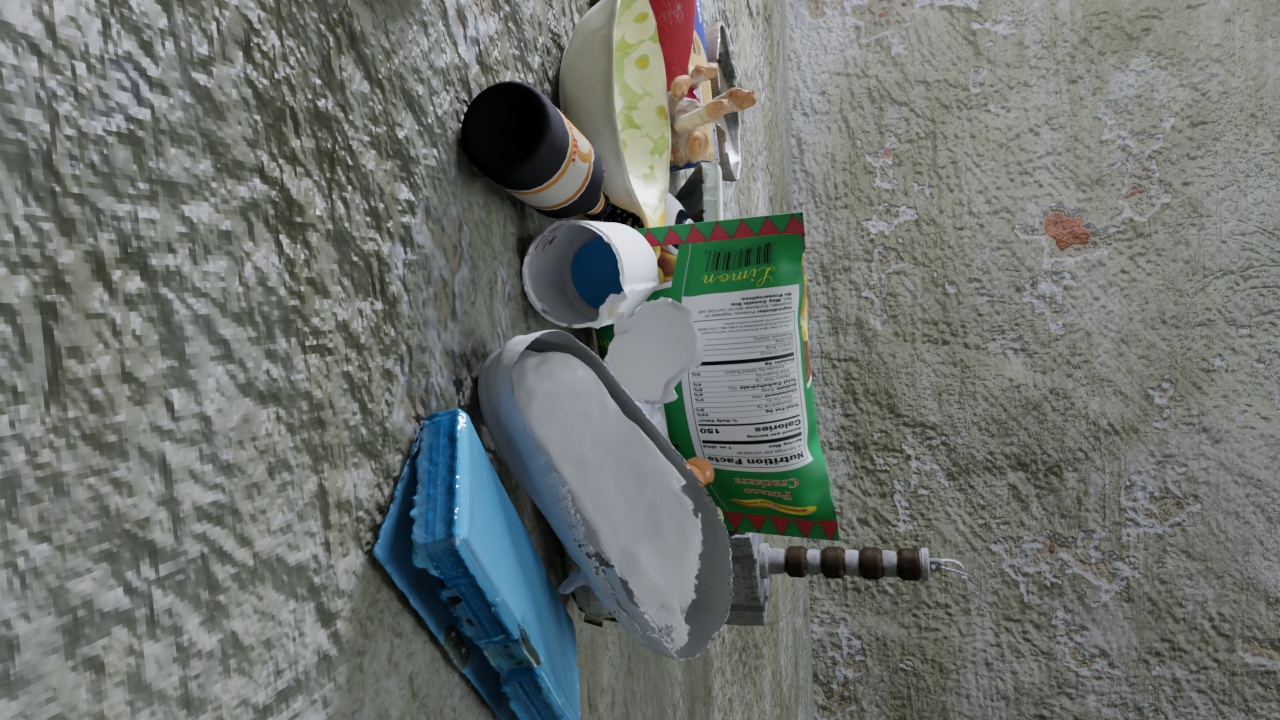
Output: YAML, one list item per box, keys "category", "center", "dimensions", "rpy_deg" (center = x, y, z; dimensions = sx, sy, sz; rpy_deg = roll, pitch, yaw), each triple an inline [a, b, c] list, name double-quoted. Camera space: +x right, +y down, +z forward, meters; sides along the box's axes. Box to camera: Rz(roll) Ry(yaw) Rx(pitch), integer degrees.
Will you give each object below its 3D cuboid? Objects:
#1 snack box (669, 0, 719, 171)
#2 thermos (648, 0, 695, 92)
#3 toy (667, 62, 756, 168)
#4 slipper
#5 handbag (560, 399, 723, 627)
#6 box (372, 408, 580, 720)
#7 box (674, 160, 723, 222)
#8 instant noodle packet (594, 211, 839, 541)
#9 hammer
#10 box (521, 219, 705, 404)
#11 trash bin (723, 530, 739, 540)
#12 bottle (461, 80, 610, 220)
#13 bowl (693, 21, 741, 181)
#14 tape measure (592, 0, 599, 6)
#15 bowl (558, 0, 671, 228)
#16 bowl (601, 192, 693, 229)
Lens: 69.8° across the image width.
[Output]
- category: "snack box"
  center: [0.038, -0.306, 0.963]
  dimensions: [0.057, 0.056, 0.207]
  rpy_deg: [-16, 100, -59]
- category: "thermos"
  center: [0.016, -0.322, 0.895]
  dimensions: [0.073, 0.073, 0.240]
  rpy_deg: [-53, 147, -67]
- category: "toy"
  center: [0.048, -0.223, 0.870]
  dimensions: [0.106, 0.074, 0.085]
  rpy_deg: [-53, -179, 36]
- category: "slipper"
  center: [-0.021, 0.091, 0.579]
  dimensions: [0.247, 0.112, 0.075]
  rpy_deg: [57, -17, -19]
- category: "handbag"
  center: [-0.002, 0.100, 0.676]
  dimensions: [0.112, 0.123, 0.172]
  rpy_deg: [-46, 133, -49]
- category: "box"
  center: [-0.087, 0.136, 0.531]
  dimensions: [0.232, 0.052, 0.093]
  rpy_deg: [73, 4, -45]
- category: "box"
  center: [0.053, -0.092, 0.953]
  dimensions: [0.209, 0.037, 0.188]
  rpy_deg: [140, -53, -79]
- category: "instant noodle packet"
  center: [0.051, 0.018, 0.728]
  dimensions: [0.090, 0.196, 0.253]
  rpy_deg: [-28, 113, -54]
- category: "hammer"
  center: [0.225, 0.245, 1.116]
  dimensions: [0.079, 0.327, 0.177]
  rpy_deg: [-73, 156, -50]
- category: "box"
  center: [-0.008, -0.038, 0.659]
  dimensions: [0.150, 0.080, 0.106]
  rpy_deg: [48, 16, 7]
- category: "trash bin"
  center: [0.083, 0.100, 0.937]
  dimensions: [0.227, 0.164, 0.164]
  rpy_deg: [2, 86, -72]
- category: "bottle"
  center: [-0.056, -0.127, 0.620]
  dimensions: [0.181, 0.059, 0.059]
  rpy_deg: [20, 68, -74]
- category: "bowl"
  center: [0.069, -0.297, 1.071]
  dimensions: [0.178, 0.081, 0.178]
  rpy_deg: [-1, 89, -76]
- category: "tape measure"
  center: [-0.018, -0.313, 0.832]
  dimensions: [0.064, 0.037, 0.066]
  rpy_deg: [-75, 157, -47]
- category: "bowl"
  center: [-0.022, -0.209, 0.760]
  dimensions: [0.188, 0.060, 0.219]
  rpy_deg: [-50, 137, -69]
- category: "bowl"
  center: [0.016, -0.108, 0.858]
  dimensions: [0.120, 0.066, 0.120]
  rpy_deg: [-2, 90, -70]
